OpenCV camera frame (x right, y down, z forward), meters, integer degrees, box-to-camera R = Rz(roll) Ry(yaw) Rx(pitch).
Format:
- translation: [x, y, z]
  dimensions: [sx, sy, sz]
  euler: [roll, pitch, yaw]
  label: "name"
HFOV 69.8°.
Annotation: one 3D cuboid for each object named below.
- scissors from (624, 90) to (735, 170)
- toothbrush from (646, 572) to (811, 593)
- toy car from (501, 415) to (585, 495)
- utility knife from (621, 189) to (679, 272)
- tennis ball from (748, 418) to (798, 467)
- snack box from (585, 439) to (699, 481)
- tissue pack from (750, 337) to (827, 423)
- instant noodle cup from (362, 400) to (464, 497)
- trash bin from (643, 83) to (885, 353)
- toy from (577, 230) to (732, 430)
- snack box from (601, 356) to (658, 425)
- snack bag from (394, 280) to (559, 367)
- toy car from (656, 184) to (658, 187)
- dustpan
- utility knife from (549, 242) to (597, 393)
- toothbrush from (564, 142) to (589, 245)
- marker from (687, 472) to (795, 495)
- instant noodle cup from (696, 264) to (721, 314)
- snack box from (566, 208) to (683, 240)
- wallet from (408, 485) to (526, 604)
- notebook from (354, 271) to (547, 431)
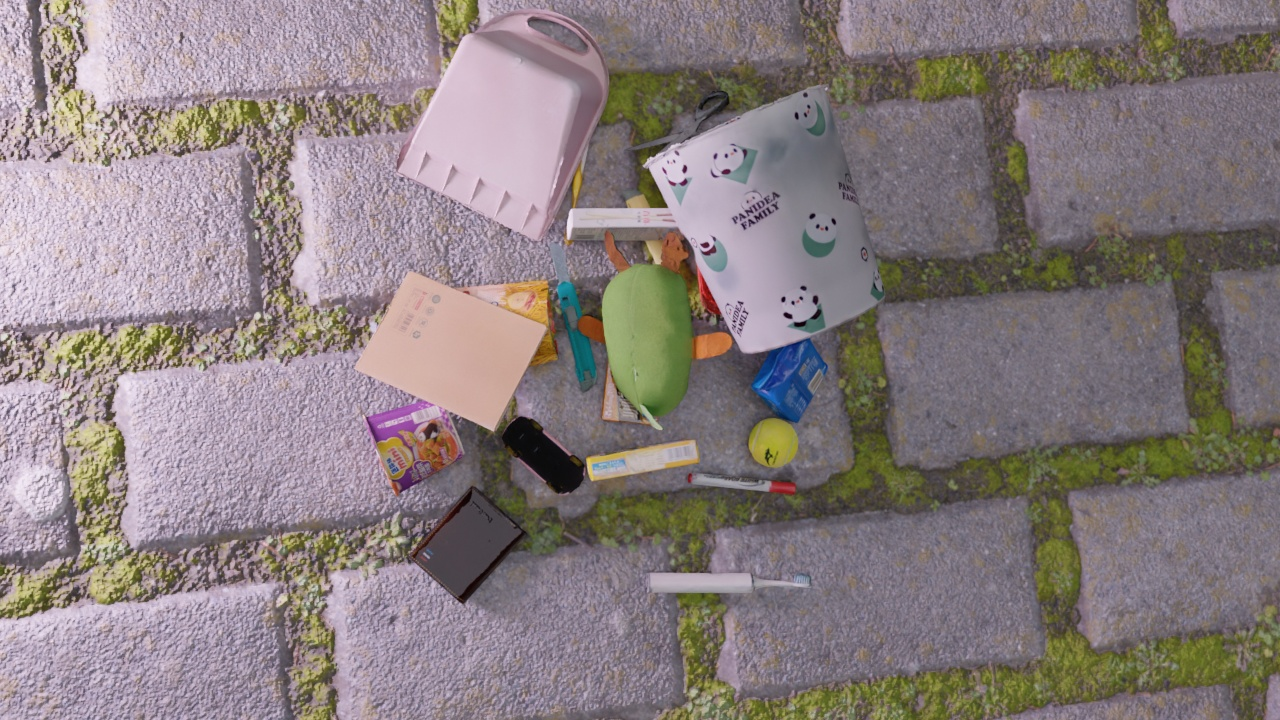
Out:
- translation: [0.069, -0.307, 1.224]
  dimensions: [0.175, 0.014, 0.159]
  euler: [8, 56, 16]
  label: "scissors"
- translation: [0.118, 0.294, 1.213]
  dimensions: [0.221, 0.027, 0.026]
  euler: [1, 81, -5]
  label: "toothbrush"
- translation: [-0.126, 0.124, 1.194]
  dimensions: [0.122, 0.037, 0.056]
  euler: [42, 89, 1]
  label: "toy car"
- translation: [0.020, -0.158, 1.236]
  dimensions: [0.031, 0.018, 0.165]
  euler: [-25, 88, -2]
  label: "utility knife"
- translation: [0.175, 0.109, 1.210]
  dimensions: [0.065, 0.065, 0.065]
  euler: [0, 86, -6]
  label: "tennis ball"
- translation: [0.001, 0.127, 1.182]
  dimensions: [0.140, 0.087, 0.033]
  euler: [-7, 87, -6]
  label: "snack box"
- translation: [0.191, 0.020, 1.183]
  dimensions: [0.052, 0.157, 0.095]
  euler: [29, 85, 28]
  label: "tissue pack"
- translation: [-0.281, 0.102, 1.152]
  dimensions: [0.099, 0.112, 0.111]
  euler: [-22, 89, -16]
  label: "instant noodle cup"
- translation: [0.155, -0.158, 1.077]
  dimensions: [0.229, 0.229, 0.252]
  euler: [-23, 97, -7]
  label: "trash bin"
- translation: [0.011, -0.041, 1.141]
  dimensions: [0.227, 0.089, 0.247]
  euler: [10, 109, 37]
  label: "toy"
- translation: [-0.007, 0.007, 1.219]
  dimensions: [0.075, 0.026, 0.153]
  euler: [6, 86, -4]
  label: "snack box"
- translation: [-0.214, -0.038, 1.191]
  dimensions: [0.208, 0.073, 0.128]
  euler: [-8, 88, 1]
  label: "snack bag"
- translation: [0.093, -0.267, 1.225]
  dimensions: [0.156, 0.071, 0.041]
  euler: [-20, 132, -3]
  label: "toy car"
- translation: [-0.163, -0.326, 1.228]
  dimensions: [0.222, 0.138, 0.274]
  euler: [29, 112, 0]
  label: "dustpan"
- translation: [-0.091, -0.059, 1.221]
  dimensions: [0.029, 0.013, 0.205]
  euler: [-14, 88, -6]
  label: "utility knife"
- translation: [-0.084, -0.247, 1.234]
  dimensions: [0.016, 0.018, 0.191]
  euler: [8, 83, -7]
  label: "toothbrush"
- translation: [0.136, 0.165, 1.228]
  dimensions: [0.145, 0.017, 0.017]
  euler: [7, 86, -5]
  label: "marker"
- translation: [0.155, -0.157, 1.219]
  dimensions: [0.164, 0.079, 0.189]
  euler: [-7, 91, -2]
  label: "instant noodle cup"
- translation: [-0.015, -0.175, 1.184]
  dimensions: [0.156, 0.085, 0.027]
  euler: [-2, 86, -7]
  label: "snack box"
- translation: [-0.223, 0.238, 1.189]
  dimensions: [0.096, 0.020, 0.122]
  euler: [42, 82, -1]
  label: "wallet"
- translation: [-0.238, -0.015, 1.149]
  dimensions: [0.208, 0.008, 0.147]
  euler: [22, 76, 14]
  label: "notebook"
